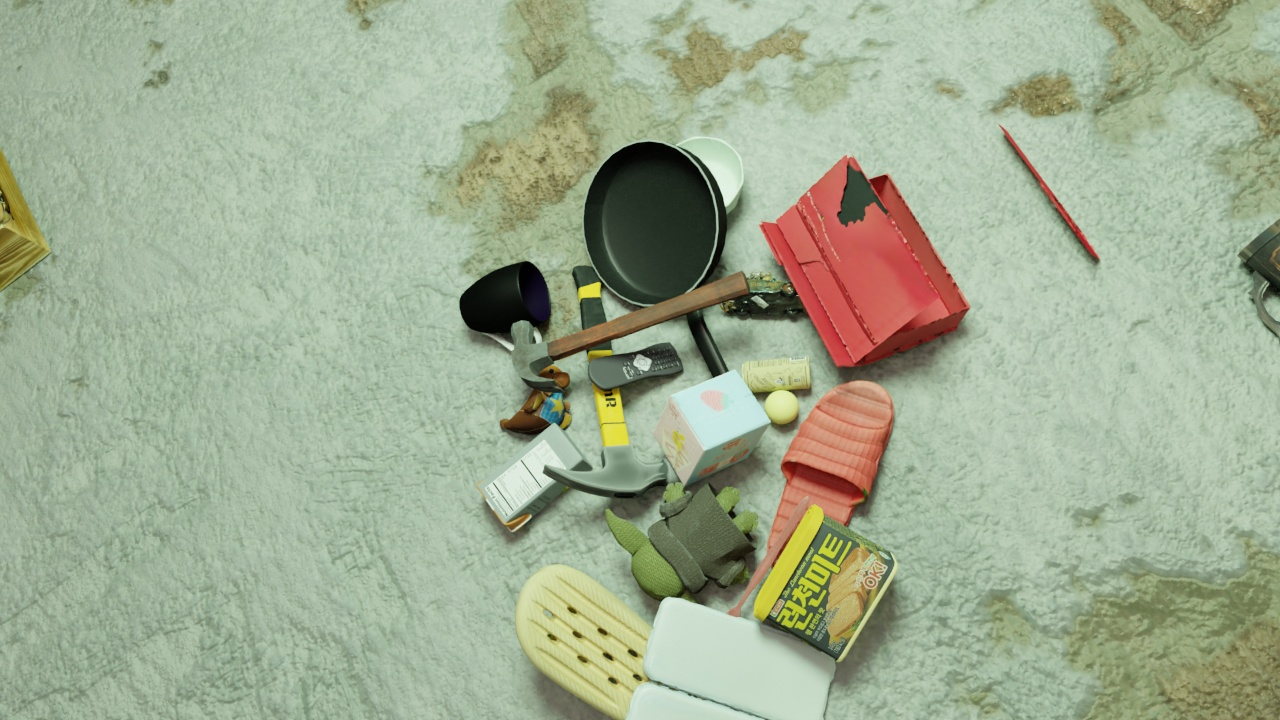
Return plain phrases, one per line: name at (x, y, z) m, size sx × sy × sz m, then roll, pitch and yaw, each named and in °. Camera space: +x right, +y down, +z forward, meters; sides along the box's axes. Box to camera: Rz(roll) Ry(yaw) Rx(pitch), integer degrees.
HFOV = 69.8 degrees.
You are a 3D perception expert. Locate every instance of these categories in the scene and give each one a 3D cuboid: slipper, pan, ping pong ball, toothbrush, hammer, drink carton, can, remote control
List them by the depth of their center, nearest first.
can at (0.197, 0.238, 0.979) m, size 0.101 × 0.072 × 0.131 m, roll 30°, pitch 96°, yaw 7°
slipper at (-0.029, 0.334, 1.021) m, size 0.261 × 0.079 × 0.111 m, roll 37°, pitch 75°, yaw 2°
toothbrush at (0.139, 0.230, 1.025) m, size 0.015 × 0.015 × 0.184 m, roll 32°, pitch 94°, yaw 17°
slipper at (0.212, 0.130, 1.042) m, size 0.103 × 0.059 × 0.248 m, roll 22°, pitch 79°, yaw 19°
ping pong ball at (0.167, 0.055, 1.087) m, size 0.040 × 0.040 × 0.040 m, roll -4°, pitch 70°, yaw 12°
hammer at (-0.015, -0.042, 1.091) m, size 0.301 × 0.028 × 0.111 m, roll -19°, pitch 51°, yaw 13°
can at (0.164, 0.017, 1.102) m, size 0.079 × 0.038 × 0.038 m, roll -5°, pitch 70°, yaw 12°
drink carton at (-0.130, 0.143, 1.123) m, size 0.125 × 0.048 × 0.076 m, roll -40°, pitch 67°, yaw -2°
remote control at (-0.007, 0.007, 1.128) m, size 0.124 × 0.009 × 0.046 m, roll -13°, pitch 63°, yaw -25°
hammer at (-0.050, 0.018, 1.135) m, size 0.169 × 0.034 × 0.324 m, roll -3°, pitch 61°, yaw -15°
pan at (0.050, -0.103, 1.138) m, size 0.205 × 0.044 × 0.355 m, roll -31°, pitch 81°, yaw 36°

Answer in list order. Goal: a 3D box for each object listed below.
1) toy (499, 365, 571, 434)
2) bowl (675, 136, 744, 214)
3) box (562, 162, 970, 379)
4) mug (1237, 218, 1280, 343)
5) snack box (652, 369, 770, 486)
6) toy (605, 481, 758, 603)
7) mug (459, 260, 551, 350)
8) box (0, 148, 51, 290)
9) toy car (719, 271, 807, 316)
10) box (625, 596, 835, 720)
toy at (-0.135, 0.050, 1.166) m, size 0.103 × 0.070 × 0.090 m, roll -12°, pitch 54°, yaw 33°
bowl at (0.080, -0.226, 1.193) m, size 0.117 × 0.061 × 0.117 m, roll -4°, pitch 71°, yaw 12°
box at (0.145, -0.094, 1.012) m, size 0.466 × 0.138 × 0.214 m, roll -11°, pitch 65°, yaw -26°
mug at (0.710, -0.092, 0.997) m, size 0.116 × 0.079 × 0.107 m, roll -47°, pitch 66°, yaw 25°
snack box at (0.080, 0.077, 1.055) m, size 0.092 × 0.095 × 0.079 m, roll -21°, pitch 65°, yaw -24°
toy at (0.060, 0.208, 1.038) m, size 0.153 × 0.078 × 0.179 m, roll -38°, pitch 90°, yaw 4°
mug at (-0.175, -0.060, 1.195) m, size 0.100 × 0.084 × 0.119 m, roll -15°, pitch 98°, yaw 21°
box at (-1.101, -0.252, 1.381) m, size 0.269 × 0.264 × 0.279 m, roll -37°, pitch 66°, yaw -3°
toy car at (0.153, -0.085, 1.135) m, size 0.112 × 0.047 × 0.047 m, roll 1°, pitch 53°, yaw 18°
box at (0.094, 0.368, 0.972) m, size 0.209 × 0.038 × 0.189 m, roll 21°, pitch 77°, yaw -1°
